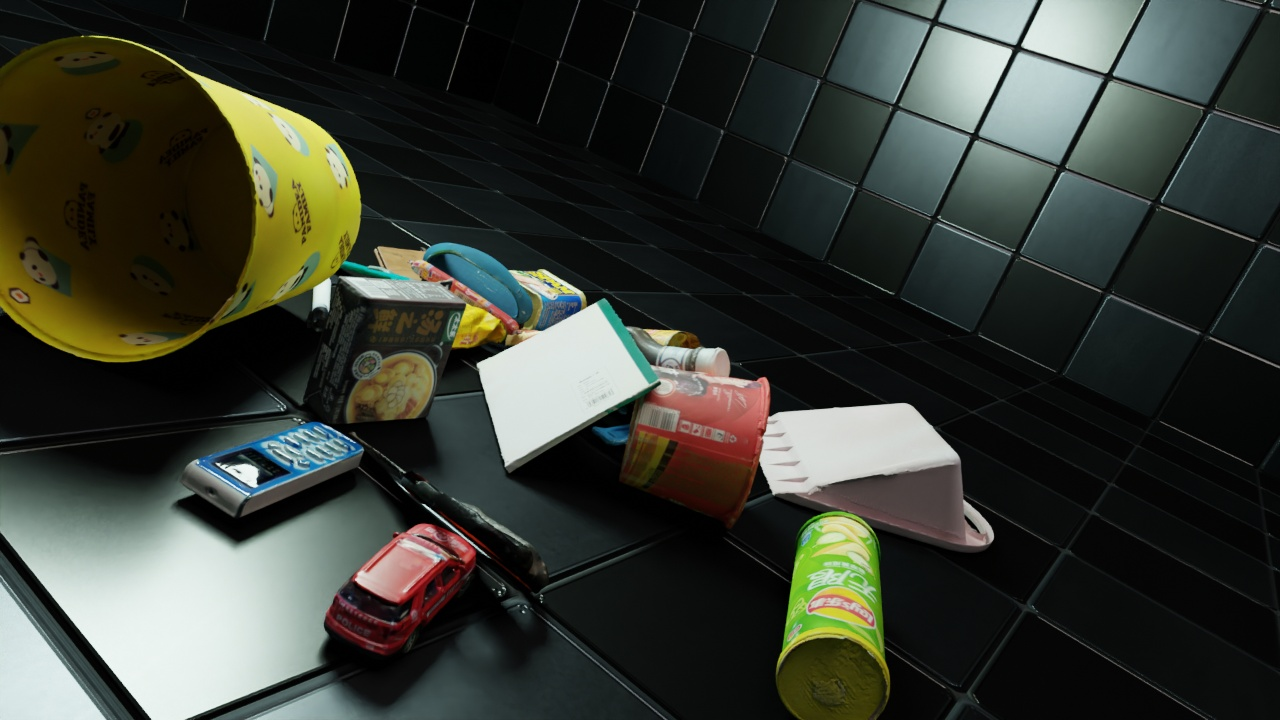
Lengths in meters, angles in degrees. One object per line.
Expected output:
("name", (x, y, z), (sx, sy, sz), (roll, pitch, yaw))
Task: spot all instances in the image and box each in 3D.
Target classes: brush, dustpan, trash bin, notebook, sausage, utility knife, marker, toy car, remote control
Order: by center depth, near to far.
("toy car", (-0.136, 0.129, 0.543), (0.053, 0.045, 0.120), (25, 15, 6))
("remote control", (-0.242, 0.072, 0.619), (0.049, 0.024, 0.124), (26, 16, 14))
("trash bin", (-0.371, -0.132, 0.775), (0.229, 0.230, 0.255), (22, 11, 1))
("notebook", (-0.074, 0.013, 0.852), (0.012, 0.150, 0.209), (62, -2, -28))
("marker", (-0.327, -0.060, 0.935), (0.022, 0.018, 0.130), (5, 22, -20))
("brush", (0.033, 0.064, 0.980), (0.083, 0.046, 0.254), (36, 25, 28))
("sausage", (-0.198, -0.073, 1.037), (0.156, 0.020, 0.020), (33, 18, 4))
("dustpan", (0.259, 0.147, 1.046), (0.273, 0.139, 0.222), (-7, 20, 2))
("utility knife", (-0.314, -0.104, 1.053), (0.171, 0.013, 0.029), (15, 5, 24))
("brush", (-0.188, -0.092, 1.071), (0.144, 0.074, 0.055), (32, 45, -2))

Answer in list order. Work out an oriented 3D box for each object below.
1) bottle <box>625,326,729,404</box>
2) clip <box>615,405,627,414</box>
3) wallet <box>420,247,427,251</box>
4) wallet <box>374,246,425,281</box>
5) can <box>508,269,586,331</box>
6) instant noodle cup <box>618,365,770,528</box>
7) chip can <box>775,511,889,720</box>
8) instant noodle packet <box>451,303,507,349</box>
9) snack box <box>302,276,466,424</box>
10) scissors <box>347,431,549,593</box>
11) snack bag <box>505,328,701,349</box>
("bottle", (-0.005, 0.005, 0.917), (0.195, 0.080, 0.044), (1, -1, 31))
("clip", (-0.029, 0.038, 1.002), (0.014, 0.046, 0.057), (7, 21, -38))
("wallet", (-0.232, -0.116, 1.230), (0.122, 0.020, 0.096), (16, 17, -27))
("wallet", (-0.258, -0.102, 1.121), (0.115, 0.020, 0.101), (5, 36, -37))
("can", (-0.133, -0.076, 1.161), (0.102, 0.057, 0.083), (32, 22, 31))
("instant noodle cup", (0.045, 0.067, 0.822), (0.108, 0.138, 0.137), (15, 17, -2))
("chip can", (0.144, 0.182, 0.681), (0.072, 0.073, 0.221), (24, 16, 7))
("instant noodle packet", (-0.217, -0.042, 0.975), (0.111, 0.044, 0.128), (25, 14, 17))
("snack box", (-0.205, -0.010, 0.765), (0.053, 0.113, 0.125), (34, 21, 32))
("scissors", (-0.151, 0.084, 0.633), (0.235, 0.021, 0.125), (33, -19, 22))
("snack bag", (-0.037, -0.012, 1.034), (0.208, 0.073, 0.128), (12, 9, 36))
